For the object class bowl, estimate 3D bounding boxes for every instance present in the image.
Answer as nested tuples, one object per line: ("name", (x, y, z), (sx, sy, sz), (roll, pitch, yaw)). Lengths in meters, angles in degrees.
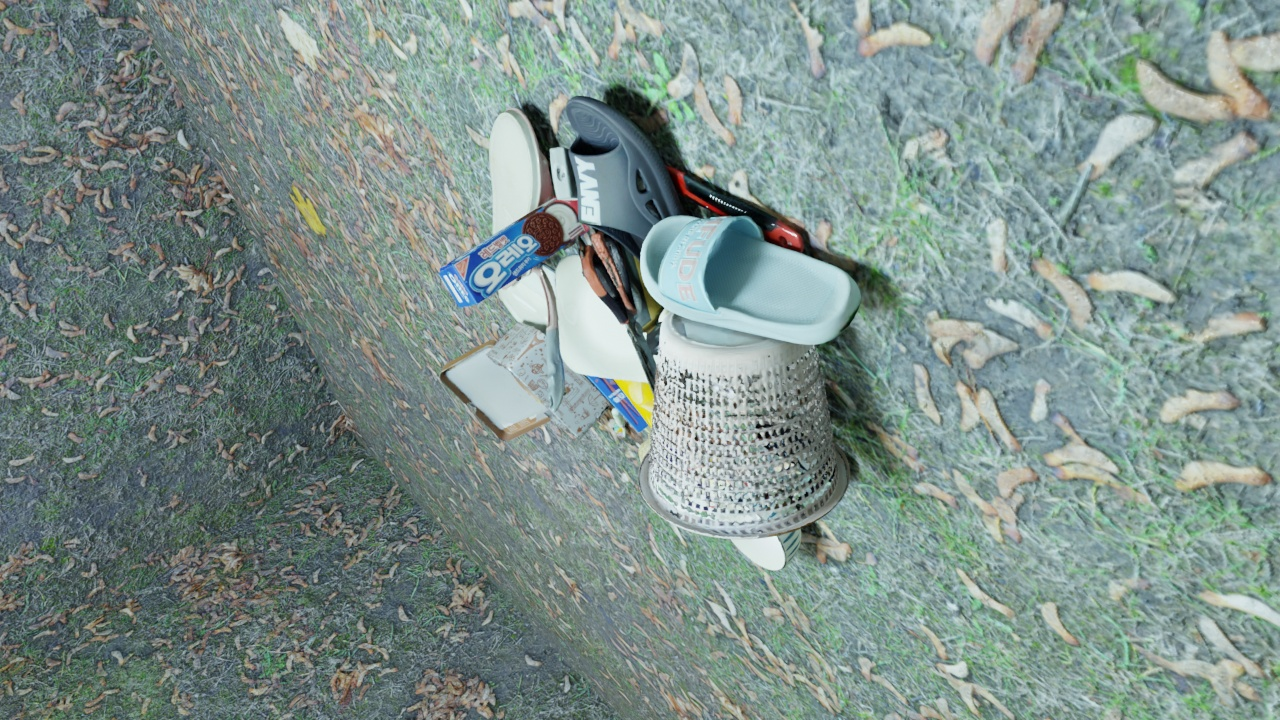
("bowl", (0.165, 0.210, 1.200), (0.116, 0.066, 0.117), (38, 148, 28))

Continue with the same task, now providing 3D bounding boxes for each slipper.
("slipper", (0.091, -0.084, 0.866), (0.246, 0.104, 0.074), (24, 161, 38))
("slipper", (-0.010, -0.155, 0.984), (0.111, 0.083, 0.268), (19, 147, 55))
("slipper", (-0.153, -0.215, 1.206), (0.114, 0.054, 0.275), (50, 151, 25))

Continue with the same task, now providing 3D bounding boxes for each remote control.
("remote control", (0.190, 0.104, 1.069), (0.136, 0.024, 0.053), (26, 144, 43))
("remote control", (-0.081, -0.209, 1.037), (0.135, 0.019, 0.056), (-70, -27, -79))

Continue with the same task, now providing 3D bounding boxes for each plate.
("plate", (-0.143, -0.077, 1.403), (0.266, 0.034, 0.162), (35, 150, 35))
("plate", (-0.028, -0.056, 1.158), (0.164, 0.034, 0.164), (7, 111, 23))

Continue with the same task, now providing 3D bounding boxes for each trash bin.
("trash bin", (0.101, 0.041, 0.948), (0.228, 0.226, 0.192), (26, 132, 45))

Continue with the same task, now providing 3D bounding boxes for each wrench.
("wrench", (0.060, -0.175, 0.938), (0.273, 0.016, 0.056), (38, 157, 31))

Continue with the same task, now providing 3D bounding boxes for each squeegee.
("squeegee", (-0.130, -0.048, 1.290), (0.248, 0.040, 0.249), (-31, 65, 55))

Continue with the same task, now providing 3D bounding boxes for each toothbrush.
("toothbrush", (-0.033, 0.092, 1.390), (0.029, 0.020, 0.190), (48, 172, 10))

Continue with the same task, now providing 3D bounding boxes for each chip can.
("chip can", (-0.007, 0.007, 1.234), (0.213, 0.072, 0.072), (52, 156, 0))

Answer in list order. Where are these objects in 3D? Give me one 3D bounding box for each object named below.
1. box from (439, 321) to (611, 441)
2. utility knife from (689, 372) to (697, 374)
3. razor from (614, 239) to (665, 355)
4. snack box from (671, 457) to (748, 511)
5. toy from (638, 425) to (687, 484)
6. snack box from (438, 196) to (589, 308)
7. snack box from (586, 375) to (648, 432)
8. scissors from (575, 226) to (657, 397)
("box", (-0.186, 0.040, 1.479), (0.275, 0.124, 0.179), (-11, 128, 48))
("utility knife", (0.068, -0.034, 1.080), (0.034, 0.018, 0.217), (44, 161, 15))
("razor", (0.005, -0.090, 1.085), (0.062, 0.067, 0.167), (-122, 16, -84))
("snack box", (0.103, 0.178, 1.317), (0.077, 0.027, 0.156), (56, 155, -6))
("toy", (0.029, 0.138, 1.360), (0.157, 0.066, 0.105), (106, 168, -61))
("snack box", (-0.140, -0.139, 1.105), (0.058, 0.207, 0.057), (60, 155, -16))
("snack box", (-0.046, 0.025, 1.297), (0.157, 0.026, 0.084), (49, -171, -21))
("scissors", (-0.018, -0.046, 1.025), (0.196, 0.015, 0.205), (38, -141, -49))
